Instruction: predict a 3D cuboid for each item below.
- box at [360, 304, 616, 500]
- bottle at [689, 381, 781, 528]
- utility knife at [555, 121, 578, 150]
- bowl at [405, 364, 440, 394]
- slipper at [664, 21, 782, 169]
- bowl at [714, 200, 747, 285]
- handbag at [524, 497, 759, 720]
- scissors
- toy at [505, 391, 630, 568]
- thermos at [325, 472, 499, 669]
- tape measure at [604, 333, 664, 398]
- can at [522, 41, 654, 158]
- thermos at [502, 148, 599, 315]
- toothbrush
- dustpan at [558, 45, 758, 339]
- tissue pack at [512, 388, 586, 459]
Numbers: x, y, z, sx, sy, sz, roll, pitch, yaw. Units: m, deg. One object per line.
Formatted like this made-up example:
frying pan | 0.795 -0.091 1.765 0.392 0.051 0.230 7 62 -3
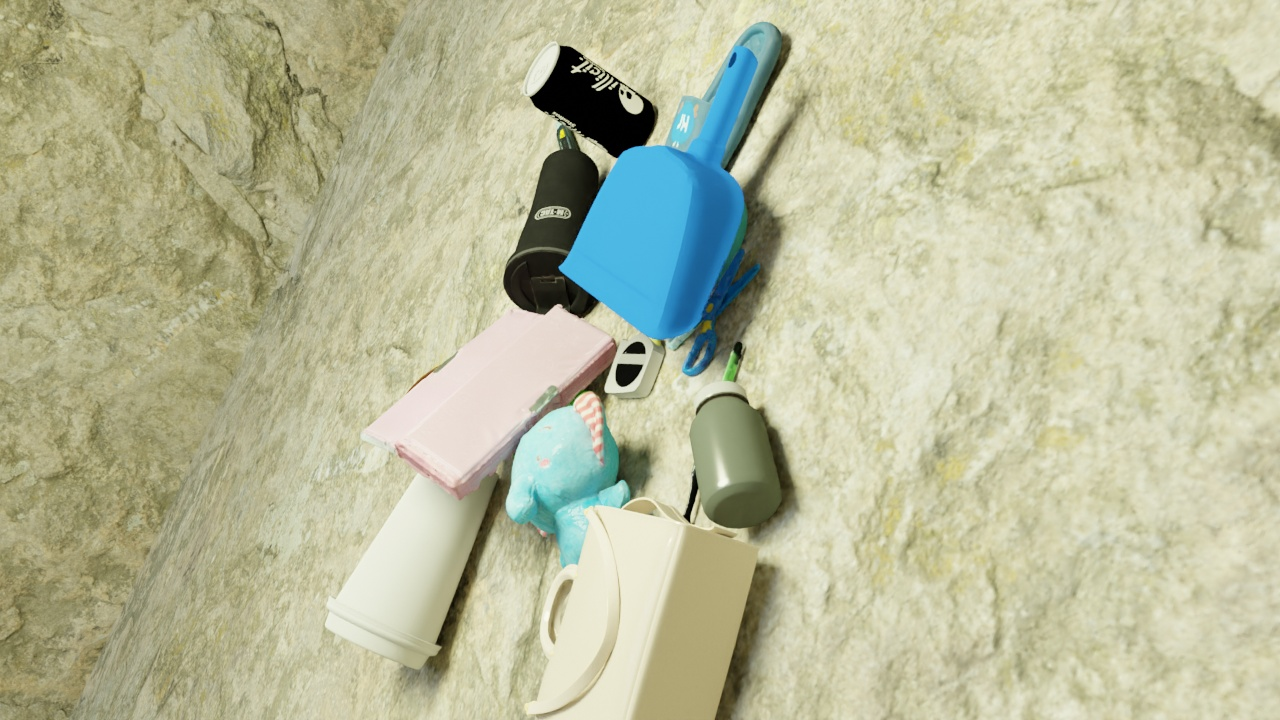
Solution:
box | -0.159 0.023 0.934 0.180 0.051 0.232 21 53 36
bottle | 0.069 0.070 0.699 0.060 0.060 0.108 -43 37 31
utility knife | -0.101 -0.296 1.270 0.029 0.020 0.186 -48 33 21
bowl | -0.178 0.067 0.981 0.147 0.069 0.147 -9 42 8
slipper | 0.070 -0.256 0.944 0.214 0.059 0.104 -60 29 4
bowl | 0.045 -0.121 0.891 0.121 0.046 0.121 -36 40 38
handbag | -0.020 0.200 0.695 0.198 0.101 0.194 1 71 57
scissors | 0.064 -0.051 0.846 0.097 0.020 0.133 34 97 56
toy | -0.069 0.128 0.830 0.184 0.114 0.180 -53 42 41
thermos | -0.242 0.211 1.013 0.132 0.131 0.221 -3 57 56
tape measure | -0.005 0.005 0.901 0.065 0.016 0.064 1 69 57
can | -0.059 -0.307 1.088 0.080 0.146 0.080 -36 40 38
thermos | -0.095 -0.155 1.083 0.106 0.105 0.218 -36 35 38
toothbrush | 0.054 0.071 0.766 0.017 0.014 0.187 -8 61 63
dustpan | 0.031 -0.167 0.842 0.245 0.059 0.258 40 112 58
tissue pack | -0.109 0.055 1.004 0.114 0.034 0.099 -55 35 15
